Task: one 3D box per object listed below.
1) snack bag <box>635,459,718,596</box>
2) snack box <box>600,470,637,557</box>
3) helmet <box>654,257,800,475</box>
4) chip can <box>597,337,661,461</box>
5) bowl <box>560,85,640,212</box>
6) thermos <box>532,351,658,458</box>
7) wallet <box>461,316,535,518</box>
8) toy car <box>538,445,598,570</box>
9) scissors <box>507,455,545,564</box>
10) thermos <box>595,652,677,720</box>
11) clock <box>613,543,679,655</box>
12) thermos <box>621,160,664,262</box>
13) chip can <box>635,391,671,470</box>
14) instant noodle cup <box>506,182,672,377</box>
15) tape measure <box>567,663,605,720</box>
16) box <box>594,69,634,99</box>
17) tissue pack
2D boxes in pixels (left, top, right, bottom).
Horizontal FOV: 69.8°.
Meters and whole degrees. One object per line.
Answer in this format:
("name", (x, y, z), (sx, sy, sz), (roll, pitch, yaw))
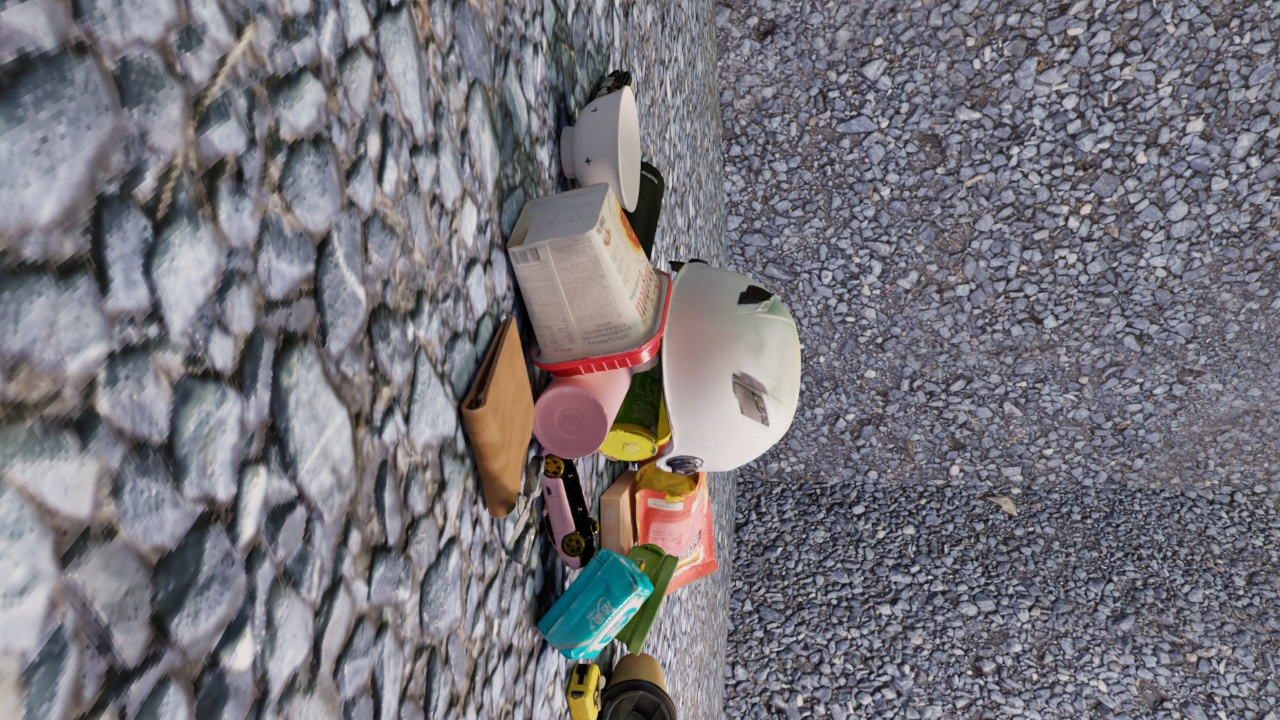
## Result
("snack bag", (0.044, 0.220, 1.154), (0.128, 0.073, 0.208), (-28, 131, -29))
("snack box", (-0.021, 0.189, 1.114), (0.157, 0.026, 0.084), (-25, 116, -79))
("helmet", (0.095, 0.011, 0.963), (0.259, 0.146, 0.228), (78, 16, -72))
("chip can", (-0.006, 0.006, 1.067), (0.073, 0.072, 0.220), (77, 17, -54))
("bowl", (-0.040, -0.201, 0.881), (0.118, 0.065, 0.118), (2, 89, -81))
("thermos", (-0.035, 0.023, 0.839), (0.198, 0.087, 0.067), (-60, 144, -72))
("wallet", (-0.099, 0.039, 0.668), (0.115, 0.020, 0.101), (-80, 167, -54))
("toy car", (-0.068, 0.124, 0.811), (0.056, 0.037, 0.122), (-36, 113, -76))
("scissors", (-0.083, 0.114, 0.661), (0.164, 0.014, 0.163), (-85, -175, -55))
("thermos", (-0.005, 0.391, 1.053), (0.143, 0.093, 0.093), (-78, 167, -86))
("clock", (-0.002, 0.267, 1.047), (0.161, 0.056, 0.116), (62, 53, -82))
("thermos", (-0.011, -0.118, 1.007), (0.069, 0.090, 0.241), (-42, -153, 40))
("chip can", (0.019, 0.104, 1.190), (0.217, 0.073, 0.073), (78, 15, -69))
("instant noodle cup", (-0.045, -0.067, 0.745), (0.116, 0.117, 0.124), (-79, 154, -49))
("tape measure", (-0.053, 0.333, 0.919), (0.057, 0.029, 0.060), (-77, 165, -55))
("box", (-0.033, -0.277, 1.026), (0.163, 0.052, 0.068), (-78, 154, -58))
("tissue pack", (-0.036, 0.224, 0.834), (0.093, 0.050, 0.133), (-48, 163, -6))
